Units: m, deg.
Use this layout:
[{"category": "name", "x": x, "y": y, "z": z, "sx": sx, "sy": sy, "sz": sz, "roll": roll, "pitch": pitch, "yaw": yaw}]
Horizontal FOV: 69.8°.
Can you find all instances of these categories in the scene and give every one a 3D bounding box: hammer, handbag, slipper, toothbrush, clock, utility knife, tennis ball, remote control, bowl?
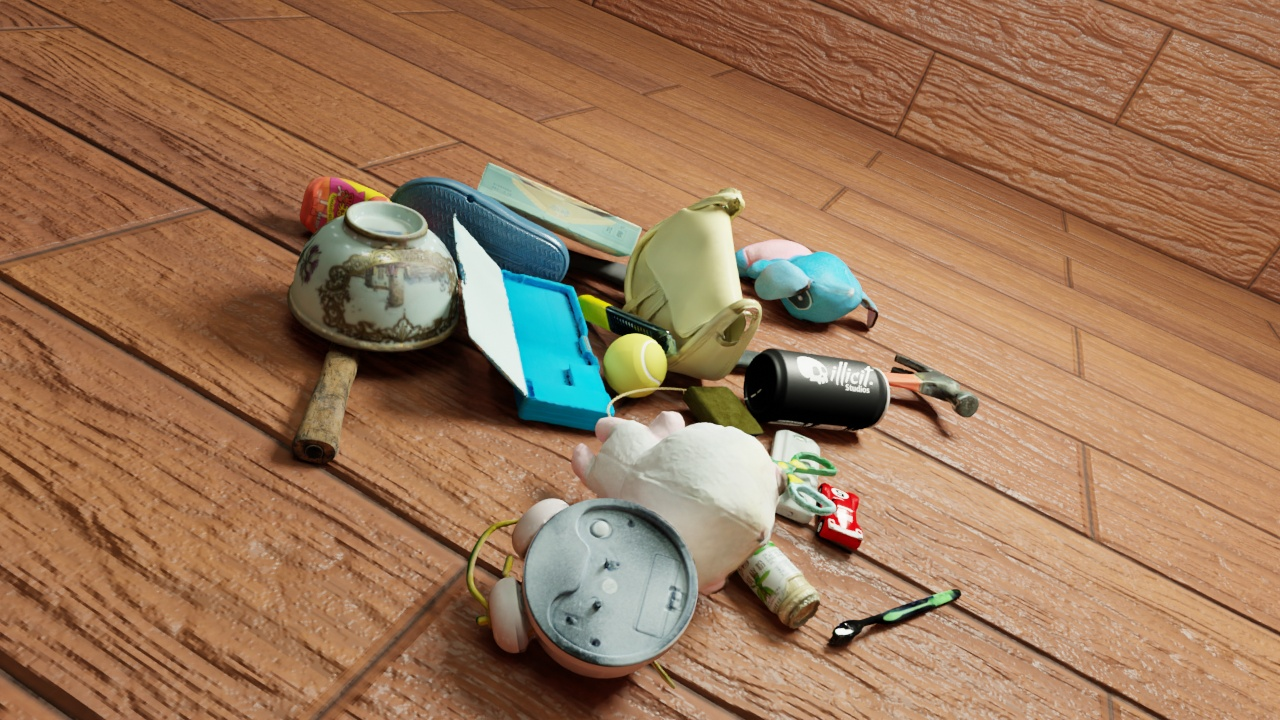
[{"category": "hammer", "x": -0.277, "y": -0.018, "z": 0.839, "sx": 0.120, "sy": 0.033, "sz": 0.329, "roll": 9, "pitch": 30, "yaw": -13}, {"category": "hammer", "x": 0.231, "y": 0.012, "z": 1.105, "sx": 0.333, "sy": 0.033, "sz": 0.133, "roll": 8, "pitch": 19, "yaw": -17}, {"category": "handbag", "x": 0.056, "y": -0.079, "z": 1.021, "sx": 0.088, "sy": 0.191, "sz": 0.232, "roll": 15, "pitch": 46, "yaw": -22}, {"category": "slipper", "x": -0.182, "y": -0.145, "z": 1.046, "sx": 0.213, "sy": 0.104, "sz": 0.059, "roll": 20, "pitch": 27, "yaw": -11}, {"category": "toothbrush", "x": 0.221, "y": 0.216, "z": 0.782, "sx": 0.187, "sy": 0.017, "sz": 0.014, "roll": -1, "pitch": 39, "yaw": -41}, {"category": "handbag", "x": 0.038, "y": 0.057, "z": 0.900, "sx": 0.177, "sy": 0.028, "sz": 0.084, "roll": 2, "pitch": 40, "yaw": -42}, {"category": "clock", "x": -0.041, "y": 0.154, "z": 0.628, "sx": 0.158, "sy": 0.059, "sz": 0.116, "roll": 16, "pitch": 53, "yaw": 0}, {"category": "hammer", "x": -0.147, "y": -0.146, "z": 1.146, "sx": 0.310, "sy": 0.030, "sz": 0.124, "roll": 16, "pitch": 29, "yaw": -11}, {"category": "utility knife", "x": -0.015, "y": -0.038, "z": 0.999, "sx": 0.020, "sy": 0.029, "sz": 0.175, "roll": -10, "pitch": 25, "yaw": -37}, {"category": "tennis ball", "x": -0.006, "y": 0.005, "z": 0.936, "sx": 0.065, "sy": 0.065, "sz": 0.065, "roll": 16, "pitch": 29, "yaw": -9}, {"category": "remote control", "x": 0.152, "y": 0.110, "z": 0.905, "sx": 0.050, "sy": 0.022, "sz": 0.133, "roll": 22, "pitch": 28, "yaw": 2}, {"category": "bowl", "x": -0.239, "y": -0.089, "z": 0.848, "sx": 0.160, "sy": 0.094, "sz": 0.159, "roll": 13, "pitch": 31, "yaw": -8}]

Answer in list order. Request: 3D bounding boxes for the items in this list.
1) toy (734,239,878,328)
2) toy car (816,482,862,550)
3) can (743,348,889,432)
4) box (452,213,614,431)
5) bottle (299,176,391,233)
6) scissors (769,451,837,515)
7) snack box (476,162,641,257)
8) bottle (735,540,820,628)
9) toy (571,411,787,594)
[{"category": "toy", "x": 0.233, "y": -0.112, "z": 1.285, "sx": 0.223, "sy": 0.099, "sz": 0.191, "roll": 10, "pitch": 18, "yaw": -34}, {"category": "toy car", "x": 0.188, "y": 0.144, "z": 0.866, "sx": 0.038, "sy": 0.025, "sz": 0.089, "roll": 21, "pitch": 28, "yaw": -1}, {"category": "can", "x": 0.192, "y": 0.034, "z": 1.003, "sx": 0.146, "sy": 0.080, "sz": 0.080, "roll": 7, "pitch": 31, "yaw": -24}, {"category": "box", "x": -0.125, "y": -0.032, "z": 0.923, "sx": 0.175, "sy": 0.060, "sz": 0.243, "roll": 31, "pitch": 21, "yaw": -31}, {"category": "bottle", "x": -0.300, "y": -0.150, "z": 1.000, "sx": 0.134, "sy": 0.071, "sz": 0.048, "roll": 23, "pitch": 17, "yaw": 7}, {"category": "scissors", "x": 0.136, "y": 0.108, "z": 0.862, "sx": 0.127, "sy": 0.012, "sz": 0.123, "roll": 7, "pitch": 30, "yaw": -22}, {"category": "snack box", "x": -0.101, "y": -0.178, "z": 1.123, "sx": 0.193, "sy": 0.044, "sz": 0.141, "roll": 21, "pitch": 3, "yaw": -8}, {"category": "bottle", "x": 0.100, "y": 0.168, "z": 0.751, "sx": 0.042, "sy": 0.043, "sz": 0.110, "roll": -6, "pitch": 40, "yaw": -40}, {"category": "toy", "x": 0.021, "y": 0.102, "z": 0.733, "sx": 0.180, "sy": 0.138, "sz": 0.101, "roll": 26, "pitch": -9, "yaw": 33}]
